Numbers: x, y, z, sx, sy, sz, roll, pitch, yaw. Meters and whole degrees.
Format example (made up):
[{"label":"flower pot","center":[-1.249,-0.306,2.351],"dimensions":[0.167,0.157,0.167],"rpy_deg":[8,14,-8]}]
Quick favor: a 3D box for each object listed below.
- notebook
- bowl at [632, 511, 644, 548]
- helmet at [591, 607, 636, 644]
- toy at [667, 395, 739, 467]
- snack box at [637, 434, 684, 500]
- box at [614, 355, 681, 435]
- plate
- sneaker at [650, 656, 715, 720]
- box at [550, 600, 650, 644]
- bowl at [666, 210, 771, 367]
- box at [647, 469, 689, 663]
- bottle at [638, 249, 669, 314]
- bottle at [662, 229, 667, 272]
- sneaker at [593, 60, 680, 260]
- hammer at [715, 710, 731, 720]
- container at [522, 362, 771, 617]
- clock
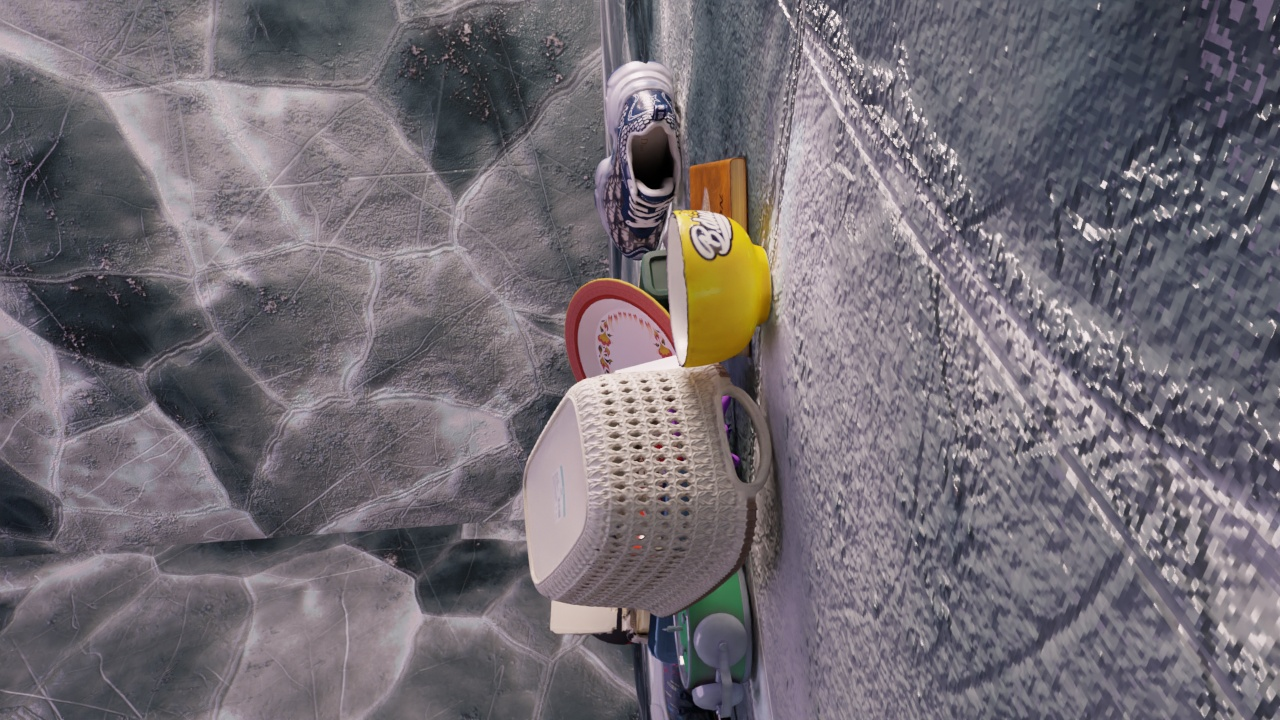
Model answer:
[{"label":"notebook","center":[0.070,-0.095,0.862],"dimensions":[0.249,0.014,0.178],"rpy_deg":[-115,22,-78]},{"label":"bowl","center":[0.037,0.186,1.058],"dimensions":[0.035,0.122,0.121],"rpy_deg":[38,-150,-36]},{"label":"helmet","center":[-0.025,0.375,1.526],"dimensions":[0.169,0.164,0.265],"rpy_deg":[-114,28,-46]},{"label":"toy","center":[0.059,0.068,0.866],"dimensions":[0.106,0.055,0.088],"rpy_deg":[42,144,30]},{"label":"snack box","center":[0.003,0.096,0.996],"dimensions":[0.036,0.152,0.132],"rpy_deg":[124,143,-84]},{"label":"box","center":[0.003,0.048,0.926],"dimensions":[0.112,0.162,0.085],"rpy_deg":[-109,8,-52]},{"label":"plate","center":[-0.007,0.006,1.111],"dimensions":[0.230,0.021,0.230],"rpy_deg":[27,132,35]},{"label":"sneaker","center":[0.060,0.368,1.109],"dimensions":[0.079,0.087,0.235],"rpy_deg":[-40,47,41]},{"label":"box","center":[-0.008,0.271,1.102],"dimensions":[0.095,0.185,0.145],"rpy_deg":[80,-170,-59]},{"label":"bowl","center":[0.059,-0.054,0.684],"dimensions":[0.117,0.067,0.117],"rpy_deg":[174,92,-86]},{"label":"box","center":[0.044,0.208,0.951],"dimensions":[0.049,0.066,0.210],"rpy_deg":[-153,67,-80]},{"label":"bottle","center":[0.029,-0.080,1.106],"dimensions":[0.131,0.061,0.061],"rpy_deg":[99,165,-72]},{"label":"bottle","center":[0.047,-0.098,1.015],"dimensions":[0.036,0.036,0.109],"rpy_deg":[94,171,-62]},{"label":"sneaker","center":[0.006,-0.222,1.145],"dimensions":[0.132,0.103,0.270],"rpy_deg":[-107,16,-46]},{"label":"hammer","center":[0.078,0.313,0.999],"dimensions":[0.123,0.036,0.320],"rpy_deg":[96,168,-53]},{"label":"container","center":[-0.007,0.112,0.771],"dimensions":[0.247,0.142,0.184],"rpy_deg":[124,142,-53]},{"label":"clock","center":[0.062,0.251,0.843],"dimensions":[0.161,0.075,0.122],"rpy_deg":[-100,9,-60]}]
